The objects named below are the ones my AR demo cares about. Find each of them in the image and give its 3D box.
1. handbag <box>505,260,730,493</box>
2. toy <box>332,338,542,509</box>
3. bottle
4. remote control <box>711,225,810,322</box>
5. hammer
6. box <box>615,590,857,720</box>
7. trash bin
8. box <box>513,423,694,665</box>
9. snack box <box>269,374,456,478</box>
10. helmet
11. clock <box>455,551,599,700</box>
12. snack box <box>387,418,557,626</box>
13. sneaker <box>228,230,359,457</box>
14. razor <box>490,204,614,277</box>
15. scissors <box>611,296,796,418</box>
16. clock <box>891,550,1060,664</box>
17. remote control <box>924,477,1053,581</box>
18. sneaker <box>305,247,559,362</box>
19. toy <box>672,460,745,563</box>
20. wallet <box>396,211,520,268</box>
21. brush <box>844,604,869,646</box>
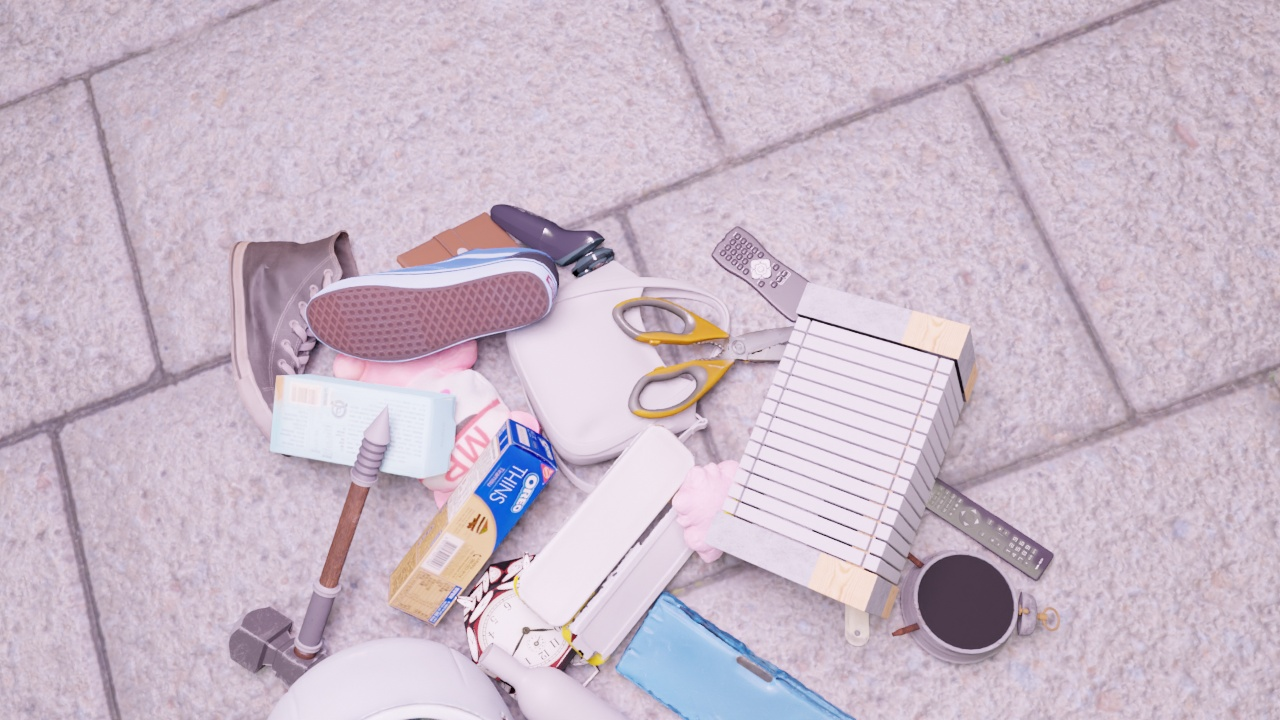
[{"bbox_3d":[-0.006,0.005,0.928,0.222,0.096,0.215,-24,79,-12],"label":"handbag"},{"bbox_3d":[-0.204,0.043,0.922,0.142,0.084,0.213,-43,76,-2],"label":"toy"},{"bbox_3d":[-0.063,0.321,0.834,0.195,0.052,0.052,39,84,-10],"label":"bottle"},{"bbox_3d":[0.132,-0.088,0.952,0.124,0.009,0.046,41,85,12],"label":"remote control"},{"bbox_3d":[-0.281,0.180,0.852,0.156,0.043,0.323,27,110,10],"label":"hammer"},{"bbox_3d":[0.092,0.317,0.856,0.231,0.048,0.093,33,85,11],"label":"box"},{"bbox_3d":[0.187,0.083,0.824,0.142,0.142,0.246,19,81,27],"label":"trash bin"},{"bbox_3d":[-0.012,0.170,0.854,0.209,0.039,0.130,-48,113,-19],"label":"box"},{"bbox_3d":[-0.262,0.060,0.865,0.175,0.053,0.075,7,92,18],"label":"snack box"},{"bbox_3d":[-0.226,0.357,0.807,0.236,0.264,0.163,-12,33,-21],"label":"helmet"},{"bbox_3d":[-0.101,0.260,0.879,0.114,0.065,0.155,-33,106,-2],"label":"clock"},{"bbox_3d":[-0.159,0.155,0.871,0.057,0.056,0.207,33,103,-22],"label":"snack box"},{"bbox_3d":[-0.346,-0.022,0.949,0.120,0.095,0.234,-11,71,3],"label":"sneaker"},{"bbox_3d":[-0.096,-0.132,0.969,0.143,0.047,0.052,29,107,13],"label":"razor"},{"bbox_3d":[0.079,0.001,0.901,0.225,0.016,0.161,8,70,-13],"label":"scissors"},{"bbox_3d":[0.310,0.227,0.848,0.148,0.056,0.103,7,71,12],"label":"clock"},{"bbox_3d":[0.326,0.159,0.881,0.136,0.015,0.032,34,84,14],"label":"remote control"},{"bbox_3d":[-0.193,-0.060,0.885,0.241,0.098,0.083,-8,115,7],"label":"sneaker"},{"bbox_3d":[0.066,0.130,0.849,0.050,0.093,0.102,18,74,42],"label":"toy"},{"bbox_3d":[-0.180,-0.103,0.954,0.087,0.013,0.120,45,54,12],"label":"wallet"},{"bbox_3d":[0.210,0.165,0.893,0.033,0.012,0.217,1,80,5],"label":"brush"}]
